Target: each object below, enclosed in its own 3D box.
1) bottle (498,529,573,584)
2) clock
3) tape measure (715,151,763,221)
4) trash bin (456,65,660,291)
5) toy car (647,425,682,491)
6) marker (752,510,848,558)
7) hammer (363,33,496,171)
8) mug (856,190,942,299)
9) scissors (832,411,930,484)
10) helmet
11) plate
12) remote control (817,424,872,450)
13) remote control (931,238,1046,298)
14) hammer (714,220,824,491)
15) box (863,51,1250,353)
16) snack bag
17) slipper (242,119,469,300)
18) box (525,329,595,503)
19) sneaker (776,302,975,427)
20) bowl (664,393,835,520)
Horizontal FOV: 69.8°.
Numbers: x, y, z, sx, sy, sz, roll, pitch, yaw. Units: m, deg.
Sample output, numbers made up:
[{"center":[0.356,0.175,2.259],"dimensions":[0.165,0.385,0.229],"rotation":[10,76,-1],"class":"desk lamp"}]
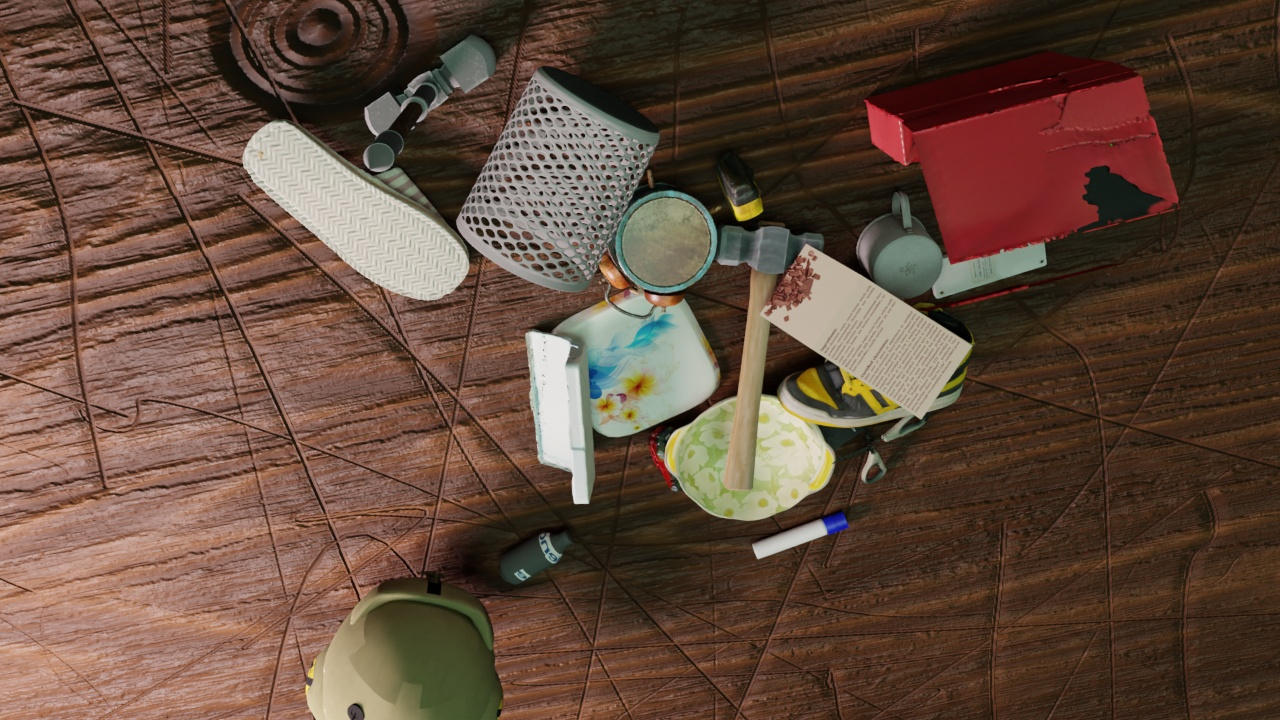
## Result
[{"center":[-0.142,0.266,1.256],"dimensions":[0.112,0.047,0.047],"rotation":[-31,115,12],"class":"bottle"},{"center":[0.015,-0.123,1.040],"dimensions":[0.121,0.073,0.158],"rotation":[24,103,-15],"class":"clock"},{"center":[0.112,-0.190,1.016],"dimensions":[0.037,0.065,0.064],"rotation":[-24,139,5],"class":"tape measure"},{"center":[-0.082,-0.191,0.957],"dimensions":[0.156,0.156,0.184],"rotation":[25,111,-15],"class":"trash bin"},{"center":[0.039,0.128,1.194],"dimensions":[0.036,0.042,0.091],"rotation":[-4,121,43],"class":"toy car"},{"center":[0.222,0.244,1.276],"dimensions":[0.133,0.023,0.027],"rotation":[-22,138,8],"class":"marker"},{"center":[-0.212,-0.220,0.837],"dimensions":[0.156,0.321,0.043],"rotation":[-30,115,12],"class":"hammer"},{"center":[0.299,-0.133,1.054],"dimensions":[0.084,0.070,0.113],"rotation":[-4,120,-1],"class":"mug"},{"center":[0.311,0.107,1.179],"dimensions":[0.157,0.012,0.170],"rotation":[-36,145,-9],"class":"scissors"},{"center":[-0.293,0.392,1.185],"dimensions":[0.250,0.255,0.233],"rotation":[14,119,-12],"class":"helmet"},{"center":[-0.007,0.007,1.141],"dimensions":[0.187,0.016,0.187],"rotation":[-25,116,10],"class":"plate"},{"center":[0.286,0.070,1.195],"dimensions":[0.147,0.008,0.045],"rotation":[-37,114,16],"class":"remote control"},{"center":[0.416,-0.118,1.101],"dimensions":[0.136,0.011,0.050],"rotation":[-17,118,6],"class":"remote control"},{"center":[0.134,-0.002,1.082],"dimensions":[0.117,0.051,0.323],"rotation":[4,103,-5],"class":"hammer"},{"center":[0.362,-0.194,0.857],"dimensions":[0.211,0.377,0.124],"rotation":[-14,133,3],"class":"box"},{"center":[0.245,-0.034,1.016],"dimensions":[0.206,0.069,0.094],"rotation":[34,98,8],"class":"snack bag"},{"center":[-0.305,-0.168,1.014],"dimensions":[0.263,0.052,0.115],"rotation":[36,108,-24],"class":"slipper"},{"center":[-0.096,0.068,1.121],"dimensions":[0.122,0.077,0.198],"rotation":[18,124,34],"class":"box"},{"center":[0.287,0.005,1.091],"dimensions":[0.238,0.086,0.122],"rotation":[-8,138,-12],"class":"sneaker"},{"center":[0.138,0.113,1.182],"dimensions":[0.219,0.060,0.189],"rotation":[8,117,-6],"class":"bowl"}]
